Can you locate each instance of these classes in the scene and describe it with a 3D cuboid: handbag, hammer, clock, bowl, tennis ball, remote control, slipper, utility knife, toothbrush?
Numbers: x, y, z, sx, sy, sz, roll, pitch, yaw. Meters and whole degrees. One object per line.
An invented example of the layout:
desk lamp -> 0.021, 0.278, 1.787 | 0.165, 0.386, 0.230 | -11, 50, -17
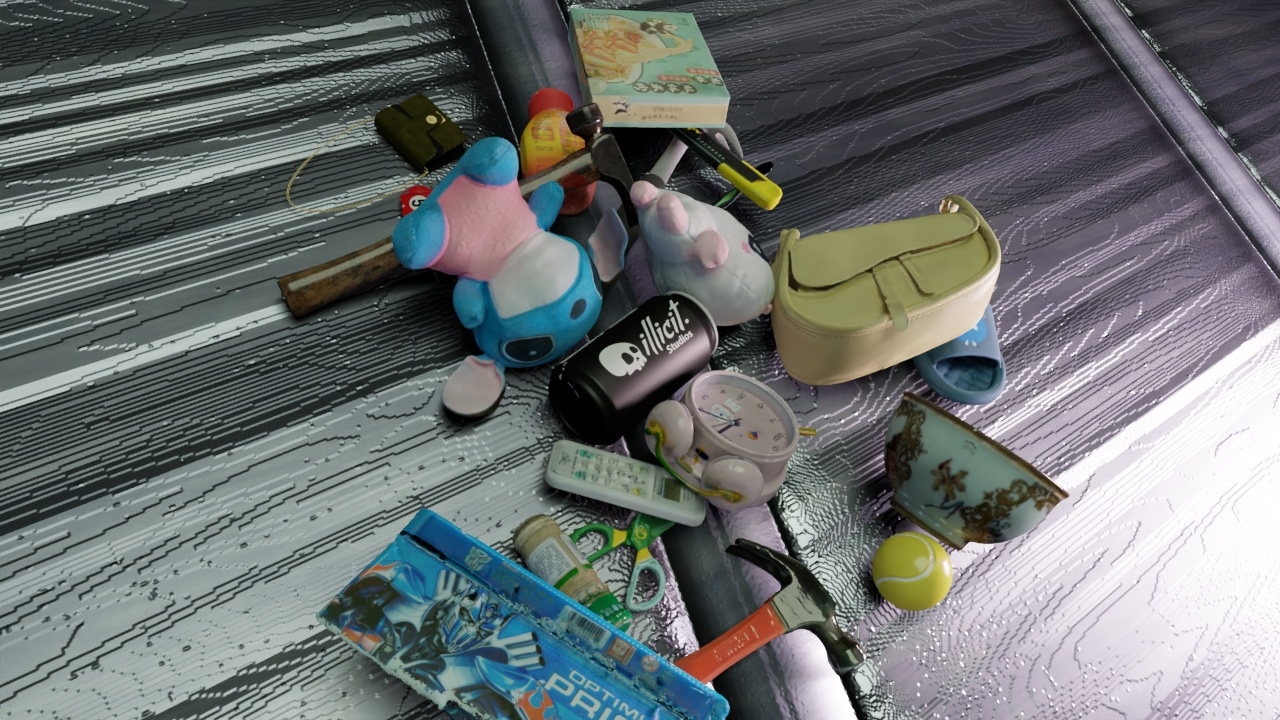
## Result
handbag -> 0.236, -0.081, 0.888 | 0.233, 0.089, 0.190 | -11, 53, -2
hammer -> 0.015, 0.246, 0.680 | 0.332, 0.033, 0.133 | -24, 72, -29
clock -> 0.067, 0.068, 0.764 | 0.117, 0.059, 0.157 | 40, 37, 19
hammer -> 0.009, -0.166, 0.935 | 0.125, 0.030, 0.309 | 29, 55, 0
bowl -> 0.276, 0.108, 0.805 | 0.160, 0.160, 0.094 | 33, 94, 2
tennis ball -> 0.229, 0.178, 0.776 | 0.065, 0.065, 0.065 | 9, 57, -14
remote control -> -0.011, 0.102, 0.751 | 0.133, 0.022, 0.050 | 17, 34, -5
slipper -> 0.328, -0.048, 0.957 | 0.103, 0.059, 0.213 | 7, 56, -18
handbag -> -0.251, -0.189, 0.858 | 0.084, 0.028, 0.177 | 44, 57, 10
utility knife -> 0.075, -0.218, 0.959 | 0.174, 0.020, 0.028 | 39, 56, 10
toothbrush -> 0.084, -0.164, 0.972 | 0.014, 0.017, 0.187 | 41, 58, 13
hammer -> -0.153, -0.115, 0.812 | 0.329, 0.033, 0.120 | -29, 98, -20

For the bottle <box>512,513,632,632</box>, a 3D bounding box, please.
bottle -> -0.053, 0.164, 0.688 | 0.042, 0.043, 0.110 | -26, 59, -31

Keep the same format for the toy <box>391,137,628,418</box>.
toy -> -0.116, -0.070, 0.765 | 0.223, 0.099, 0.191 | -50, 121, -14

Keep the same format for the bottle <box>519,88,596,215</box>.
bottle -> -0.084, -0.211, 0.916 | 0.071, 0.049, 0.134 | 2, 59, -20

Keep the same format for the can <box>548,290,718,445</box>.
can -> -0.005, 0.005, 0.790 | 0.080, 0.080, 0.145 | 45, 56, 11

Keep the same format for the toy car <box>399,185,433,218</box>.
toy car -> -0.177, -0.144, 0.855 | 0.089, 0.025, 0.038 | -1, 60, -20

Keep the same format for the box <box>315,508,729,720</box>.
box -> -0.076, 0.208, 0.593 | 0.243, 0.114, 0.113 | 29, 54, 13

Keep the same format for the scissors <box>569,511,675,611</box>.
scissors -> 0.005, 0.149, 0.746 | 0.130, 0.012, 0.112 | -23, 65, -31

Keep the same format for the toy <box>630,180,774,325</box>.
toy -> 0.048, -0.101, 0.835 | 0.101, 0.179, 0.139 | -44, 50, 0

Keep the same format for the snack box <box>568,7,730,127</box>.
snack box -> 0.004, -0.314, 0.981 | 0.141, 0.044, 0.193 | -2, 45, -11
